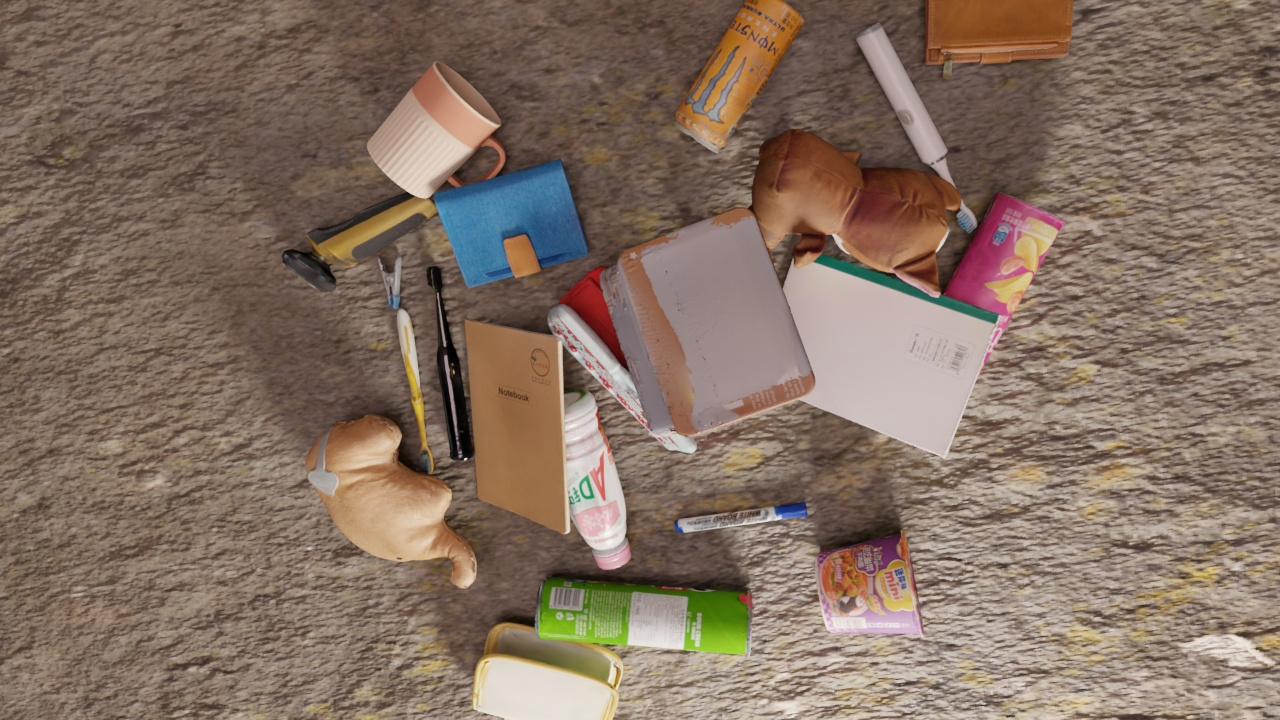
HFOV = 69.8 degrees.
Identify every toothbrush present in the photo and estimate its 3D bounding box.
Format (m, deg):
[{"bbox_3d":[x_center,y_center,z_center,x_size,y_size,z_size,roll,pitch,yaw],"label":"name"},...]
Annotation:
[{"bbox_3d":[0.270,-0.220,0.884,0.026,0.027,0.221,-36,102,-21],"label":"toothbrush"},{"bbox_3d":[-0.246,0.037,0.999,0.016,0.018,0.191,-4,106,4],"label":"toothbrush"},{"bbox_3d":[-0.207,0.004,0.985,0.026,0.027,0.213,-17,107,-37],"label":"toothbrush"}]

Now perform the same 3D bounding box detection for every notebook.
[{"bbox_3d":[-0.130,0.067,0.960,0.148,0.008,0.208,12,110,40],"label":"notebook"},{"bbox_3d":[0.226,-0.011,0.907,0.209,0.012,0.150,23,107,24],"label":"notebook"}]

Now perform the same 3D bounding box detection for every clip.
[{"bbox_3d":[-0.264,-0.082,0.967,0.028,0.024,0.057,-4,101,2],"label":"clip"}]

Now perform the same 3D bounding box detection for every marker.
[{"bbox_3d":[0.110,0.173,1.008,0.146,0.016,0.017,-9,104,7],"label":"marker"}]

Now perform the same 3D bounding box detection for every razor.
[{"bbox_3d":[-0.284,-0.125,0.943,0.167,0.062,0.067,-27,70,6],"label":"razor"}]

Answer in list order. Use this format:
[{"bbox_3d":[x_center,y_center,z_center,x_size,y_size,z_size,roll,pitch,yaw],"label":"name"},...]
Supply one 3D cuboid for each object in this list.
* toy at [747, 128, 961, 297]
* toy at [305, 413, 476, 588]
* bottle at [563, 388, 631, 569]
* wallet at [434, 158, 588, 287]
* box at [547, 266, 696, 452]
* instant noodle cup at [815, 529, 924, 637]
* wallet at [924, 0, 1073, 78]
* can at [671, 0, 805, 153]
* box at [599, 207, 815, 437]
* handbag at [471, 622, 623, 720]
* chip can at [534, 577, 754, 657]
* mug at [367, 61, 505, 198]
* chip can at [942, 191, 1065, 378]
[{"bbox_3d":[0.199,-0.139,0.866,0.199,0.130,0.140,16,77,5],"label":"toy"},{"bbox_3d":[-0.269,0.162,1.003,0.144,0.082,0.226,-29,105,31],"label":"toy"},{"bbox_3d":[-0.056,0.131,0.987,0.068,0.068,0.197,-14,107,8],"label":"bottle"},{"bbox_3d":[-0.127,-0.135,0.915,0.133,0.040,0.106,-14,124,2],"label":"wallet"},{"bbox_3d":[-0.007,0.007,0.931,0.095,0.099,0.201,-41,99,14],"label":"box"},{"bbox_3d":[0.242,0.241,0.975,0.099,0.111,0.111,-10,104,17],"label":"instant noodle cup"},{"bbox_3d":[0.330,-0.324,0.846,0.131,0.035,0.119,-1,105,6],"label":"wallet"},{"bbox_3d":[0.091,-0.273,0.868,0.058,0.058,0.146,33,105,-4],"label":"can"},{"bbox_3d":[0.066,-0.034,0.838,0.150,0.169,0.182,-19,91,-34],"label":"box"},{"bbox_3d":[-0.113,0.396,1.073,0.163,0.063,0.179,15,120,1],"label":"handbag"},{"bbox_3d":[0.005,0.282,1.018,0.236,0.072,0.072,3,105,4],"label":"chip can"},{"bbox_3d":[-0.192,-0.214,0.902,0.106,0.081,0.114,-42,122,15],"label":"mug"},{"bbox_3d":[0.330,-0.055,0.900,0.071,0.071,0.211,23,105,-2],"label":"chip can"}]
